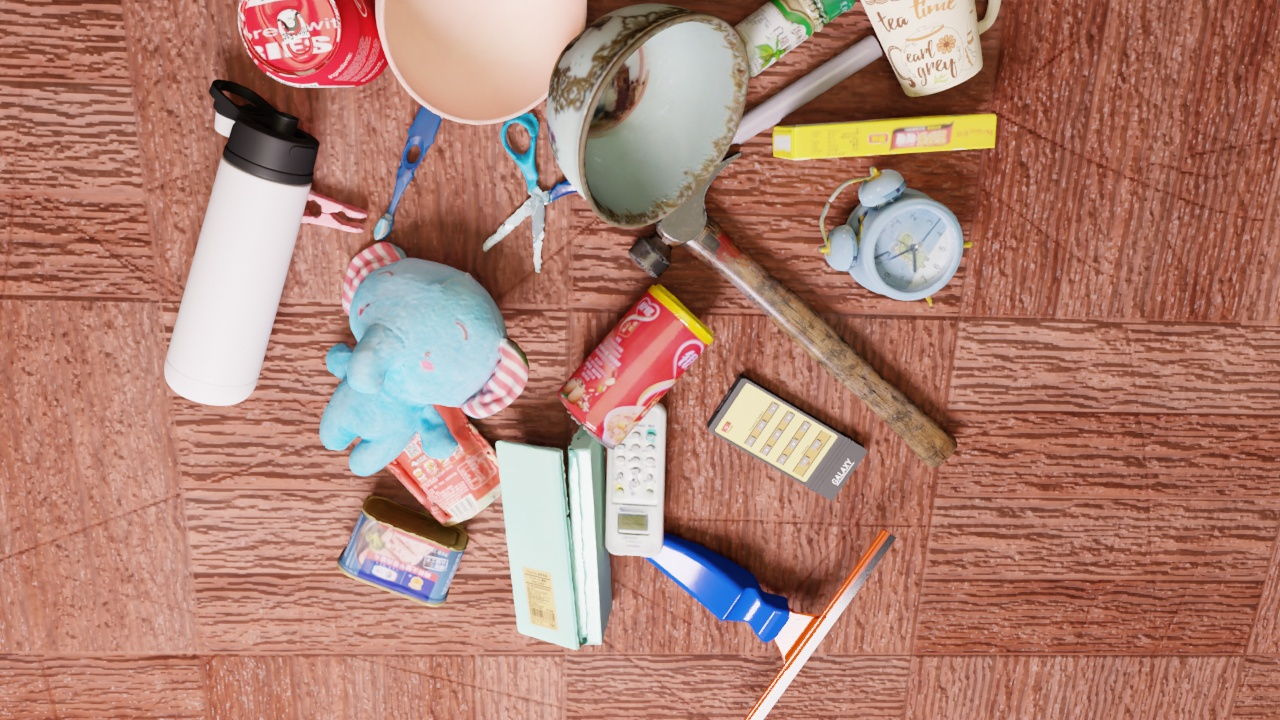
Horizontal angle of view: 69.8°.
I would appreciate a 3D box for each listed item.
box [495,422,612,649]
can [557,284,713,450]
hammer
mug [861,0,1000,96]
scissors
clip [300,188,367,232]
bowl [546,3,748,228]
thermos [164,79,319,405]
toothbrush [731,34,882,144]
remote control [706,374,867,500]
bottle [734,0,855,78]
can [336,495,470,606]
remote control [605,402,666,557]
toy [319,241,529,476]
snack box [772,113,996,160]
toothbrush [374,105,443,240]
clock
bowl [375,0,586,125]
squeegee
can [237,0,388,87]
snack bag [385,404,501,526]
[{"bbox_3d":[-0.077,0.150,0.787,0.091,0.077,0.188,-1,109,6],"label":"box"},{"bbox_3d":[-0.004,0.004,0.739,0.066,0.066,0.124,41,93,-13],"label":"can"},{"bbox_3d":[0.151,-0.027,0.765,0.330,0.033,0.120,40,100,-14],"label":"hammer"},{"bbox_3d":[0.226,-0.264,0.685,0.121,0.081,0.097,-36,115,-20],"label":"mug"},{"bbox_3d":[-0.071,-0.130,0.731,0.117,0.014,0.130,3,107,-5],"label":"scissors"},{"bbox_3d":[-0.247,-0.113,0.723,0.060,0.023,0.044,35,107,-11],"label":"clip"},{"bbox_3d":[-0.010,-0.188,0.663,0.094,0.159,0.160,41,104,30],"label":"bowl"},{"bbox_3d":[-0.316,-0.087,0.706,0.101,0.068,0.230,31,109,21],"label":"thermos"},{"bbox_3d":[0.102,-0.194,0.717,0.188,0.018,0.019,-31,104,6],"label":"toothbrush"},{"bbox_3d":[0.128,0.068,0.801,0.133,0.013,0.058,29,103,-11],"label":"remote control"},{"bbox_3d":[0.105,-0.252,0.689,0.110,0.042,0.042,-34,105,8],"label":"bottle"},{"bbox_3d":[-0.203,0.163,0.793,0.100,0.054,0.059,24,102,-10],"label":"can"},{"bbox_3d":[-0.004,0.101,0.786,0.050,0.022,0.133,2,94,8],"label":"remote control"},{"bbox_3d":[-0.188,0.003,0.708,0.183,0.115,0.180,39,91,12],"label":"toy"},{"bbox_3d":[0.183,-0.171,0.699,0.152,0.075,0.025,-4,105,-2],"label":"snack box"},{"bbox_3d":[-0.181,-0.153,0.717,0.021,0.016,0.132,25,105,-9],"label":"toothbrush"},{"bbox_3d":[0.199,-0.099,0.733,0.124,0.051,0.089,29,103,-14],"label":"clock"},{"bbox_3d":[-0.121,-0.251,0.647,0.152,0.076,0.153,-21,135,-23],"label":"bowl"},{"bbox_3d":[0.075,0.203,0.815,0.185,0.055,0.250,31,103,-3],"label":"squeegee"},{"bbox_3d":[-0.217,-0.225,0.627,0.074,0.142,0.074,-1,107,-3],"label":"can"},{"bbox_3d":[-0.182,0.065,0.774,0.087,0.044,0.155,-36,101,2],"label":"snack bag"}]
